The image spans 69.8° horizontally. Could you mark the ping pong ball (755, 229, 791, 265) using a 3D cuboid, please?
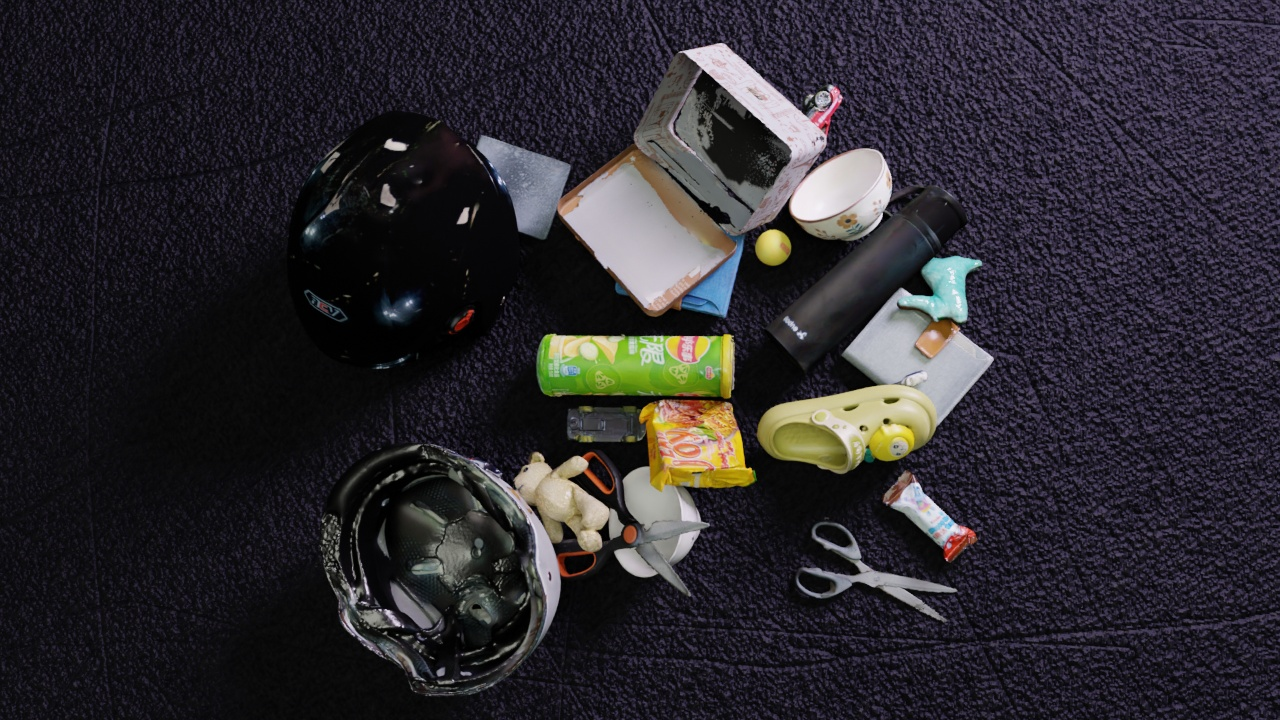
[{"bbox_3d":[0.150,-0.127,1.036,0.040,0.040,0.040,-1,86,7],"label":"ping pong ball"}]

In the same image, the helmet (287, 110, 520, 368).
[{"bbox_3d":[-0.260,-0.131,0.992,0.233,0.231,0.274,31,67,10],"label":"helmet"}]

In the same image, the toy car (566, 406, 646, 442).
[{"bbox_3d":[-0.038,0.073,1.049,0.090,0.035,0.042,0,87,1],"label":"toy car"}]

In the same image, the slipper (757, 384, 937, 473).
[{"bbox_3d":[0.221,0.086,0.982,0.191,0.081,0.092,-7,130,13],"label":"slipper"}]

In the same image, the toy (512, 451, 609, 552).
[{"bbox_3d":[-0.086,0.157,1.003,0.157,0.066,0.105,27,110,49],"label":"toy"}]

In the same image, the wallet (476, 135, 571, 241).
[{"bbox_3d":[-0.152,-0.205,1.093,0.121,0.019,0.097,20,91,7],"label":"wallet"}]

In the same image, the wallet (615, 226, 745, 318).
[{"bbox_3d":[0.045,-0.111,1.052,0.133,0.040,0.106,14,83,8],"label":"wallet"}]

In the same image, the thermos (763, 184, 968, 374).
[{"bbox_3d":[0.243,-0.096,1.017,0.242,0.068,0.090,-42,50,1],"label":"thermos"}]

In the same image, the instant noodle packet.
[{"bbox_3d":[0.059,0.090,0.987,0.110,0.128,0.044,-2,125,-6],"label":"instant noodle packet"}]

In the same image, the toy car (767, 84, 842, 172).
[{"bbox_3d":[0.184,-0.256,1.037,0.045,0.053,0.120,35,97,-13],"label":"toy car"}]

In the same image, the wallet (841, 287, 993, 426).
[{"bbox_3d":[0.306,-0.005,1.010,0.130,0.037,0.106,41,92,8],"label":"wallet"}]

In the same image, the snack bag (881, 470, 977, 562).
[{"bbox_3d":[0.315,0.171,1.001,0.105,0.026,0.045,44,95,10],"label":"snack bag"}]

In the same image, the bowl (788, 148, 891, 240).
[{"bbox_3d":[0.228,-0.173,1.008,0.113,0.113,0.062,-42,121,2],"label":"bowl"}]

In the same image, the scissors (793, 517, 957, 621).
[{"bbox_3d":[0.252,0.241,1.013,0.166,0.014,0.163,-28,85,3],"label":"scissors"}]

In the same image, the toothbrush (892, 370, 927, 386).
[{"bbox_3d":[0.227,0.047,1.010,0.181,0.018,0.015,-22,94,18],"label":"toothbrush"}]

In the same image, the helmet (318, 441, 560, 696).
[{"bbox_3d":[-0.199,0.219,0.998,0.274,0.157,0.230,40,94,19],"label":"helmet"}]

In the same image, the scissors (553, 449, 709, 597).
[{"bbox_3d":[-0.021,0.188,0.995,0.225,0.021,0.220,-47,50,25],"label":"scissors"}]

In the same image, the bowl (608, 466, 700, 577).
[{"bbox_3d":[0.027,0.178,1.010,0.119,0.064,0.118,-13,72,46],"label":"bowl"}]

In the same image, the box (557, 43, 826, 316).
[{"bbox_3d":[0.054,-0.198,1.011,0.179,0.130,0.273,47,107,14],"label":"box"}]

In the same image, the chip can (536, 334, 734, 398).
[{"bbox_3d":[-0.006,0.006,1.031,0.221,0.072,0.072,0,86,8],"label":"chip can"}]

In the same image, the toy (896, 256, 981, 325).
[{"bbox_3d":[0.328,-0.077,1.002,0.096,0.030,0.091,1,57,5],"label":"toy"}]
